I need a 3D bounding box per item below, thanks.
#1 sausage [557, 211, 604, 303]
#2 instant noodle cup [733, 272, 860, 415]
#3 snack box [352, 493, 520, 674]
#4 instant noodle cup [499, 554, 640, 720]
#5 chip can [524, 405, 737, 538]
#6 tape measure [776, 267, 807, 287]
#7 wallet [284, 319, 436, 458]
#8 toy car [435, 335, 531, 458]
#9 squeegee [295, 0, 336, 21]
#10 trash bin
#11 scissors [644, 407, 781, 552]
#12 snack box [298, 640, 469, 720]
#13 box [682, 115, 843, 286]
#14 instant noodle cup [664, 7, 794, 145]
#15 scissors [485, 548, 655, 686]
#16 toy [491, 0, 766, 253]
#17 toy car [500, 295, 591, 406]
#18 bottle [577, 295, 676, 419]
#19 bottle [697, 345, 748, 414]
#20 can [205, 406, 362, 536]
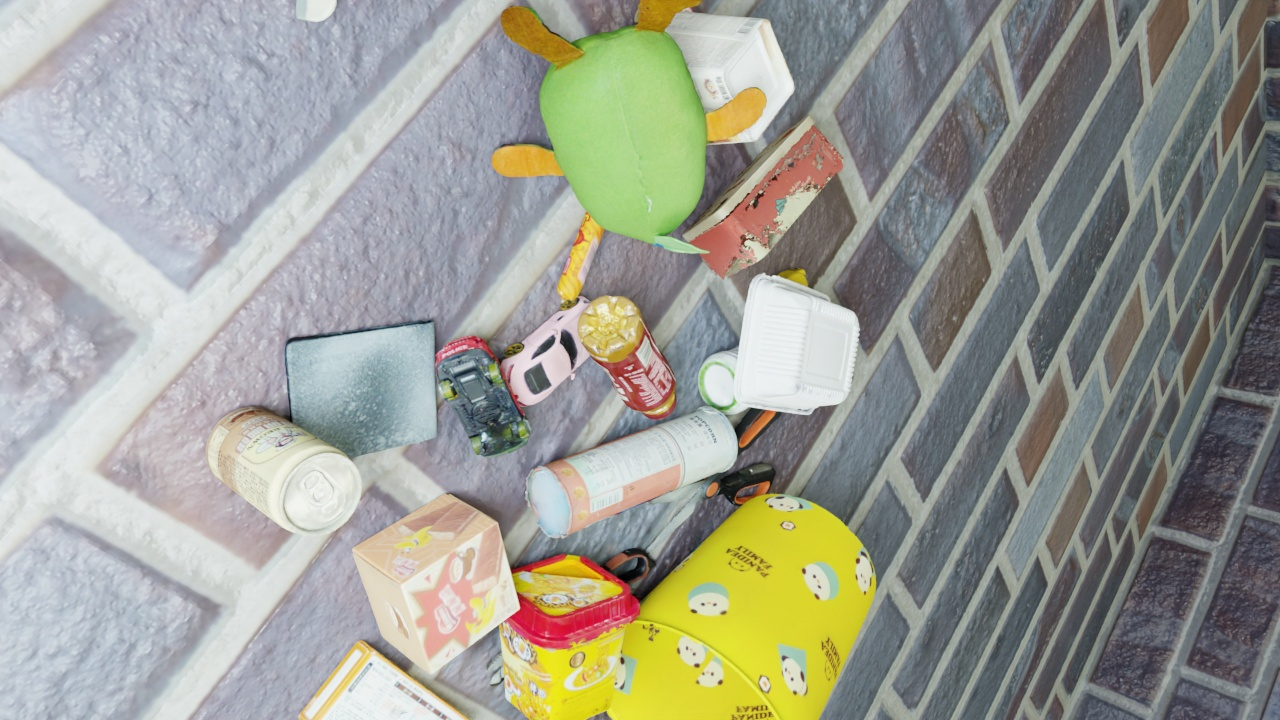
[{"bbox_3d":[-0.040,-0.127,0.823,0.021,0.021,0.165,26,84,-47],"label":"sausage"},{"bbox_3d":[0.173,-0.012,0.961,0.173,0.060,0.138,11,88,-53],"label":"instant noodle cup"},{"bbox_3d":[-0.165,0.179,0.749,0.094,0.077,0.093,-30,123,-36],"label":"snack box"},{"bbox_3d":[-0.073,0.260,0.839,0.115,0.116,0.124,-8,109,-40],"label":"instant noodle cup"},{"bbox_3d":[-0.004,0.105,0.888,0.214,0.071,0.071,-16,114,-39],"label":"chip can"},{"bbox_3d":[0.173,-0.074,1.058,0.057,0.029,0.060,-24,119,-39],"label":"tape measure"},{"bbox_3d":[-0.209,0.023,0.698,0.120,0.019,0.097,-12,109,-42],"label":"wallet"},{"bbox_3d":[-0.129,0.030,0.755,0.053,0.045,0.121,-18,131,-2],"label":"toy car"},{"bbox_3d":[-0.115,-0.344,0.661,0.246,0.039,0.246,-2,104,-46],"label":"squeegee"},{"bbox_3d":[0.113,0.286,0.966,0.254,0.230,0.230,-40,129,-44],"label":"trash bin"},{"bbox_3d":[0.090,0.127,1.034,0.220,0.022,0.224,21,98,-52],"label":"scissors"},{"bbox_3d":[-0.211,0.306,0.779,0.075,0.026,0.154,-52,133,-21],"label":"snack box"},{"bbox_3d":[0.131,-0.158,0.924,0.079,0.091,0.168,46,65,-10],"label":"box"},{"bbox_3d":[0.057,-0.246,0.809,0.116,0.124,0.116,-54,134,-20],"label":"instant noodle cup"},{"bbox_3d":[-0.064,0.271,0.930,0.206,0.015,0.194,-58,136,-15],"label":"scissors"},{"bbox_3d":[-0.011,-0.187,0.731,0.247,0.227,0.089,74,8,-48],"label":"toy"},{"bbox_3d":[-0.075,-0.008,0.815,0.122,0.037,0.056,-44,132,-29],"label":"toy car"},{"bbox_3d":[-0.005,0.005,0.852,0.057,0.057,0.175,-59,153,-15],"label":"bottle"},{"bbox_3d":[0.148,0.005,1.031,0.196,0.068,0.068,-19,116,-45],"label":"bottle"},{"bbox_3d":[-0.238,0.072,0.608,0.058,0.116,0.058,-17,115,-42],"label":"can"}]
